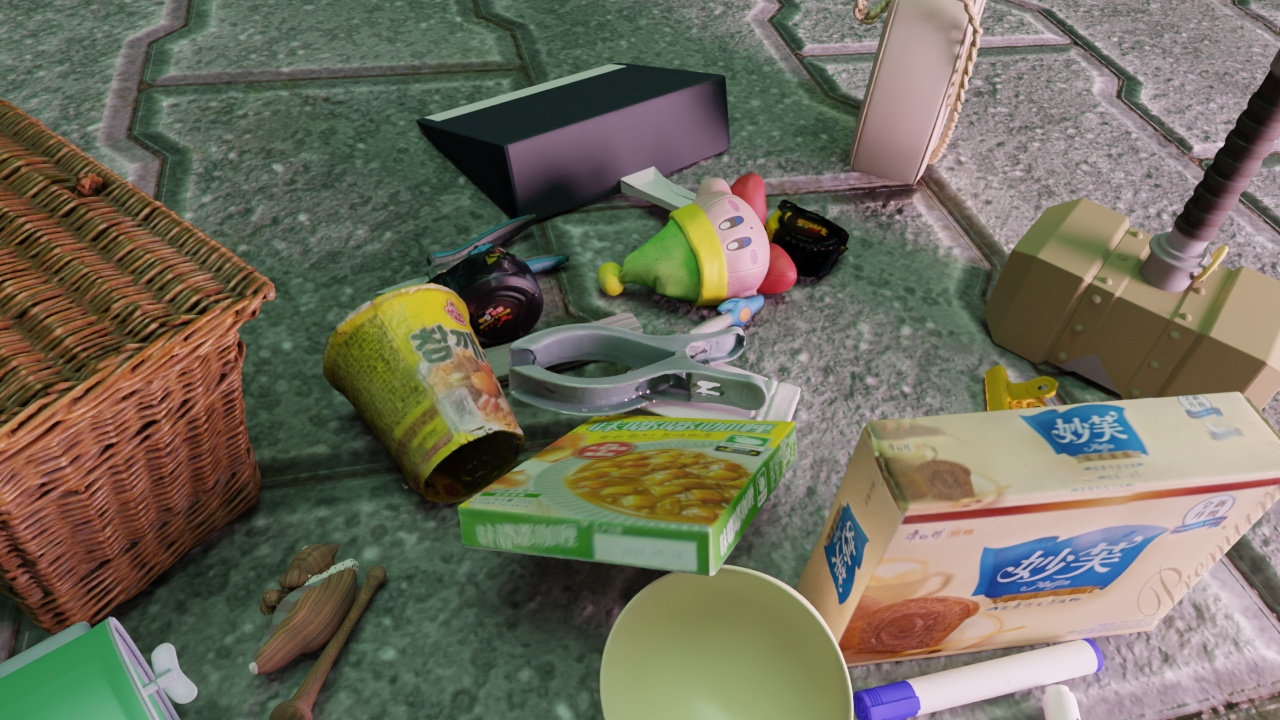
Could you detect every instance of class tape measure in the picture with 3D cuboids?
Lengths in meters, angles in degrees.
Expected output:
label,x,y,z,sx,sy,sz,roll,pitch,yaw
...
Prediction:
label,x,y,z,sx,sy,sz,roll,pitch,yaw
tape measure,0.131,-0.094,0.743,0.067,0.038,0.062,26,40,14
tape measure,-0.106,-0.043,0.640,0.071,0.072,0.042,-35,50,0

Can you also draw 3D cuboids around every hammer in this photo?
label,x,y,z,sx,sy,sz,roll,pitch,yaw
hammer,0.375,-0.117,0.588,0.190,0.326,0.100,32,50,23

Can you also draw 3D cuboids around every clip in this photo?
label,x,y,z,sx,sy,sz,roll,pitch,yaw
clip,0.269,0.023,0.646,0.046,0.035,0.052,6,43,10
clip,-0.005,-0.005,0.605,0.163,0.028,0.107,2,35,-5

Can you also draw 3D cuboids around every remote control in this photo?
label,x,y,z,sx,sy,sz,roll,pitch,yaw
remote control,-0.062,-0.007,0.649,0.136,0.013,0.033,-17,48,-20

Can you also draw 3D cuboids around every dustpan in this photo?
label,x,y,z,sx,sy,sz,roll,pitch,yaw
dustpan,-0.030,-0.190,0.820,0.235,0.080,0.273,-26,33,-29

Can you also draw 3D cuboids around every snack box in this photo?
label,x,y,z,sx,sy,sz,roll,pitch,yaw
snack box,0.201,0.092,0.481,0.207,0.154,0.055,-4,46,-10
snack box,0.002,0.064,0.500,0.132,0.027,0.167,1,13,23

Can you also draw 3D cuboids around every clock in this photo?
label,x,y,z,sx,sy,sz,roll,pitch,yaw
clock,-0.199,0.178,0.363,0.075,0.122,0.162,-29,36,-29

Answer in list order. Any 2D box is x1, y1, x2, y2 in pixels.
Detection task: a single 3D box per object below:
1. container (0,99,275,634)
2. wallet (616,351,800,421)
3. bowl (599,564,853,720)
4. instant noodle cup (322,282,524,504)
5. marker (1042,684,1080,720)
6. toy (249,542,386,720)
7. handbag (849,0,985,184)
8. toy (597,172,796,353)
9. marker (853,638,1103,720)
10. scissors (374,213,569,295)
label,x,y,z,sx,sy,sz,roll,pitch,yaw
container,-0.325,0.007,0.483,0.250,0.184,0.161,31,49,21
wallet,0.045,0.030,0.616,0.116,0.032,0.086,18,37,17
bowl,0.048,0.154,0.451,0.118,0.118,0.074,26,6,18
instant noodle cup,-0.127,0.024,0.560,0.102,0.102,0.108,-24,61,-27
marker,0.218,0.223,0.450,0.020,0.017,0.133,36,39,-23
toy,-0.172,0.137,0.475,0.055,0.042,0.101,31,37,-7
handbag,0.238,-0.270,0.807,0.103,0.211,0.208,17,38,11
toy,0.044,-0.071,0.699,0.131,0.097,0.124,-17,89,-32
marker,0.183,0.173,0.493,0.141,0.020,0.020,-7,47,-14
scissors,-0.124,-0.075,0.706,0.122,0.019,0.148,18,51,6
